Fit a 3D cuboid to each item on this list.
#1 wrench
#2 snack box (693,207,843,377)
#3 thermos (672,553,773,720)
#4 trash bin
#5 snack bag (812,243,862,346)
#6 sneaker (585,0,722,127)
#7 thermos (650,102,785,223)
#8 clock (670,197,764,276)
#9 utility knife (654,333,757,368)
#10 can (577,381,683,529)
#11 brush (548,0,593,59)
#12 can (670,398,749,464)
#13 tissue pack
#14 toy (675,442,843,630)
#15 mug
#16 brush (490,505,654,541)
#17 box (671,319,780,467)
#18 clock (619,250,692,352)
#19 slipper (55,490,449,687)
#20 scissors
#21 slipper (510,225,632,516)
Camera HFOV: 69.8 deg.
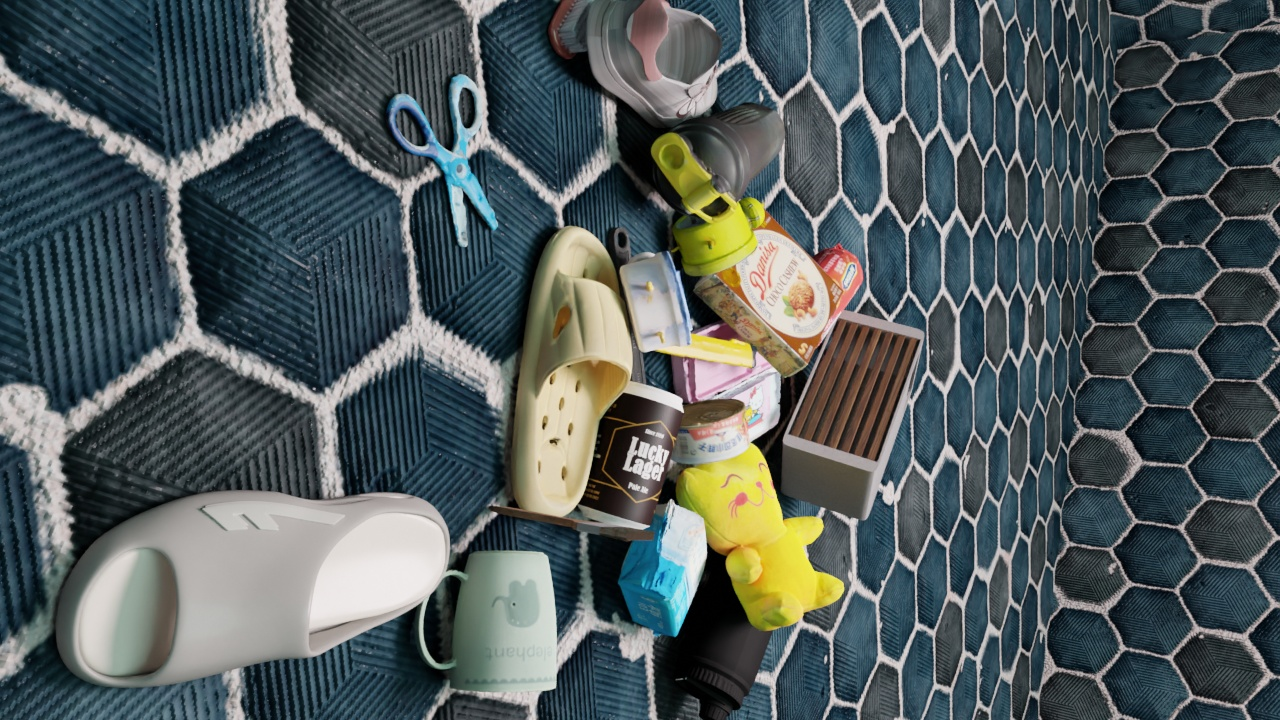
[{"bbox_3d":[-0.006,0.005,0.908,0.073,0.018,0.273,-20,106,-53],"label":"wrench"},{"bbox_3d":[0.147,-0.079,1.031,0.147,0.041,0.142,43,48,-9],"label":"snack box"},{"bbox_3d":[0.100,0.292,1.005,0.086,0.086,0.198,56,49,-39],"label":"thermos"},{"bbox_3d":[0.271,0.066,1.174,0.115,0.114,0.228,81,32,-51],"label":"trash bin"},{"bbox_3d":[0.223,-0.077,1.169,0.175,0.082,0.082,-46,127,-41],"label":"snack bag"},{"bbox_3d":[0.040,-0.278,0.869,0.235,0.090,0.099,-3,101,-63],"label":"sneaker"},{"bbox_3d":[0.087,-0.211,0.943,0.220,0.098,0.098,-45,127,-57],"label":"thermos"},{"bbox_3d":[0.084,-0.135,0.968,0.118,0.083,0.057,-45,119,-40],"label":"clock"},{"bbox_3d":[0.063,-0.015,0.946,0.159,0.017,0.030,11,62,-40],"label":"utility knife"},{"bbox_3d":[-0.009,0.089,0.847,0.072,0.072,0.128,27,77,-51],"label":"can"},{"bbox_3d":[-0.035,-0.343,0.839,0.041,0.030,0.172,50,53,-43],"label":"brush"},{"bbox_3d":[0.066,0.070,0.920,0.086,0.086,0.043,-25,109,-51],"label":"can"},{"bbox_3d":[0.022,0.202,0.894,0.145,0.062,0.092,81,31,-56],"label":"tissue pack"},{"bbox_3d":[0.120,0.186,0.961,0.134,0.088,0.194,-21,73,-44],"label":"toy"},{"bbox_3d":[-0.120,0.202,0.717,0.111,0.084,0.104,7,74,-26],"label":"mug"},{"bbox_3d":[-0.062,0.128,0.728,0.045,0.143,0.008,20,77,-61],"label":"brush"},{"bbox_3d":[0.105,0.027,1.044,0.200,0.037,0.153,-21,111,-52],"label":"box"},{"bbox_3d":[0.013,-0.055,0.851,0.125,0.052,0.089,-111,-174,-78],"label":"clock"},{"bbox_3d":[-0.210,0.140,0.581,0.265,0.081,0.113,5,91,-54],"label":"slipper"},{"bbox_3d":[-0.152,-0.151,0.706,0.117,0.013,0.140,-13,104,-54],"label":"scissors"},{"bbox_3d":[-0.047,0.012,0.802,0.111,0.079,0.261,24,73,-55],"label":"slipper"}]
